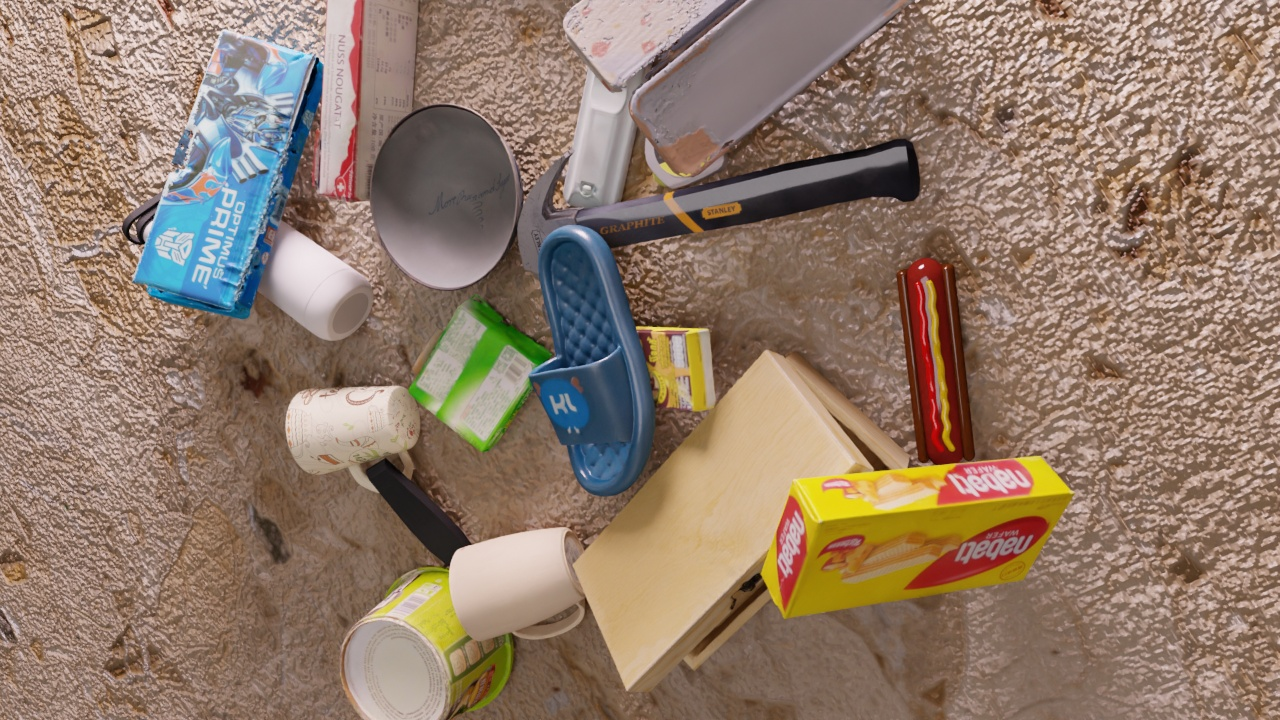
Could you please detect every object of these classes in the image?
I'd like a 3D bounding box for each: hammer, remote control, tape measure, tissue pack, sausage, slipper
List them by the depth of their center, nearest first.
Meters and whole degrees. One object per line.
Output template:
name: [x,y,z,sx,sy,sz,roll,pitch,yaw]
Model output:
sausage: [0.215,0.003,0.669,0.040,0.040,0.155,-6,97,22]
slipper: [-0.042,0.003,0.703,0.104,0.059,0.214,-1,101,45]
hammer: [0.053,-0.112,0.706,0.313,0.035,0.139,-8,113,18]
tape measure: [0.034,-0.171,0.722,0.064,0.016,0.065,-17,93,23]
remote control: [-0.029,-0.187,0.740,0.050,0.022,0.133,18,105,18]
tissue pack: [-0.145,0.013,0.814,0.099,0.034,0.114,38,110,9]
remote control: [-0.204,0.142,0.848,0.039,0.010,0.125,-30,109,23]

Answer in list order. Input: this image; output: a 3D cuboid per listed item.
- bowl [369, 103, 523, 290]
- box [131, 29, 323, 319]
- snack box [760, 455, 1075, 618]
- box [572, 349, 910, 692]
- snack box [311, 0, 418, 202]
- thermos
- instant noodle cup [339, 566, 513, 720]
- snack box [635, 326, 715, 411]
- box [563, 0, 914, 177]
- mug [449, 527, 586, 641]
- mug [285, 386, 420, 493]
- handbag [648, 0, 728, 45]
bowl: [-0.153,-0.137,0.778,0.151,0.056,0.151,3,99,23]
box: [-0.357,-0.164,0.801,0.091,0.066,0.243,12,80,13]
snack box: [0.187,0.118,0.622,0.200,0.042,0.092,-3,127,-20]
box: [0.067,0.122,0.710,0.141,0.148,0.249,47,111,20]
snack box: [-0.229,-0.273,0.776,0.044,0.076,0.273,13,104,22]
thermos: [-0.365,-0.092,0.853,0.230,0.069,0.101,34,73,14]
instant noodle cup: [-0.201,0.274,0.846,0.146,0.097,0.146,4,101,20]
snack box: [-0.004,0.004,0.729,0.149,0.025,0.061,4,101,48]
box: [0.069,-0.247,0.642,0.216,0.063,0.157,-38,82,4]
mug: [-0.096,0.202,0.809,0.104,0.085,0.111,-20,119,12]
mug: [-0.255,0.077,0.856,0.097,0.080,0.122,-9,117,15]
handbag: [0.024,-0.339,0.695,0.094,0.043,0.196,2,91,24]
